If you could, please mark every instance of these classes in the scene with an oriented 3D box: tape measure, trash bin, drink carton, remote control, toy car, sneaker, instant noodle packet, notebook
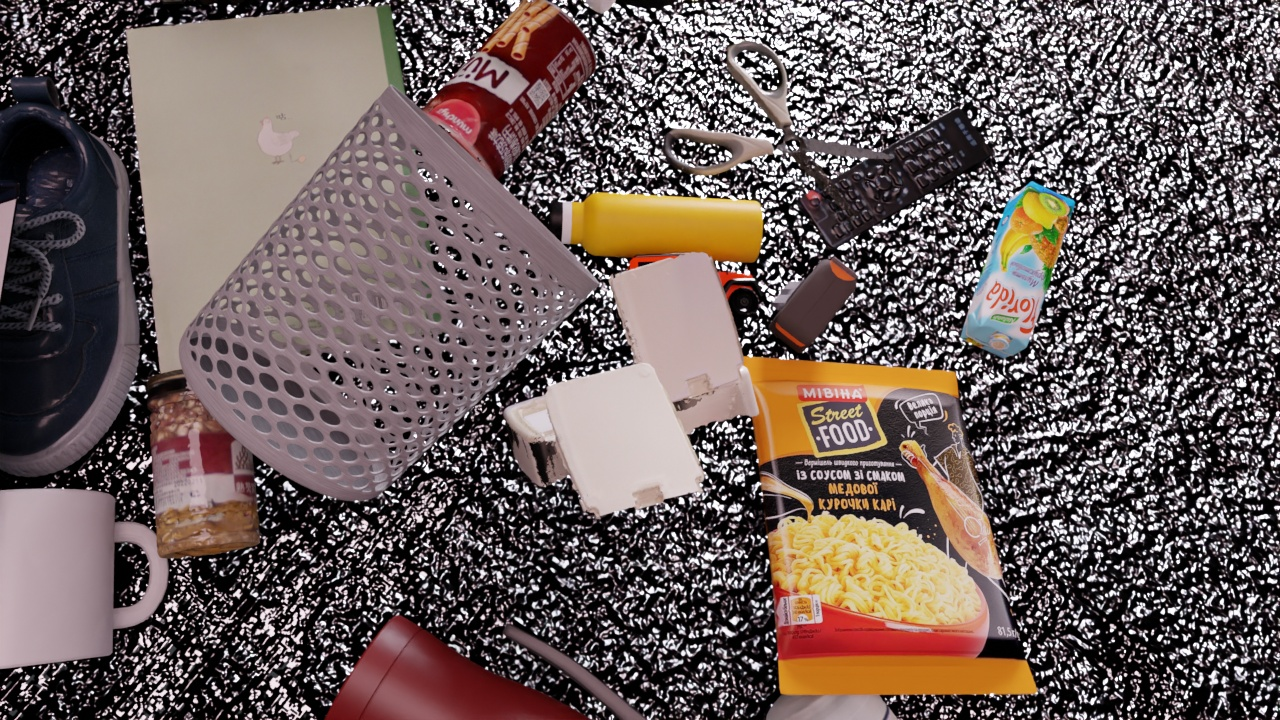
[{"bbox_3d":[0.112,-0.038,0.623,0.038,0.059,0.058,39,84,5],"label":"tape measure"},{"bbox_3d":[-0.143,-0.032,0.522,0.156,0.156,0.183,45,94,5],"label":"trash bin"},{"bbox_3d":[0.271,-0.064,0.659,0.044,0.039,0.128,25,74,-1],"label":"drink carton"},{"bbox_3d":[0.187,-0.133,0.677,0.150,0.022,0.047,-30,82,-11],"label":"remote control"},{"bbox_3d":[0.031,-0.045,0.618,0.100,0.051,0.048,-3,77,-7],"label":"toy car"},{"bbox_3d":[-0.362,-0.051,0.551,0.089,0.087,0.235,-3,76,-8],"label":"sneaker"},{"bbox_3d":[0.151,0.097,0.583,0.159,0.032,0.220,4,59,-12],"label":"instant noodle packet"},{"bbox_3d":[-0.243,-0.124,0.626,0.182,0.010,0.252,-10,78,-10],"label":"notebook"}]

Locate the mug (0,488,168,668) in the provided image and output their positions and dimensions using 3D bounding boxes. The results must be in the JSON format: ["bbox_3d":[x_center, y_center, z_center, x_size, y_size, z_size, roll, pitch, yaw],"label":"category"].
[{"bbox_3d":[-0.332,0.124,0.517,0.121,0.091,0.090,5,72,-40],"label":"mug"}]

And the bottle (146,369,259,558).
[{"bbox_3d":[-0.263,0.062,0.552,0.056,0.056,0.105,-8,77,-9],"label":"bottle"}]

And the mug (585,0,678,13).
[{"bbox_3d":[0.000,-0.306,0.655,0.085,0.100,0.118,35,74,2],"label":"mug"}]

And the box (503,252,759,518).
[{"bbox_3d":[-0.003,0.003,0.517,0.143,0.187,0.105,-18,103,-16],"label":"box"}]

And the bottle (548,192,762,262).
[{"bbox_3d":[0.009,-0.092,0.631,0.143,0.043,0.043,2,75,-7],"label":"bottle"}]

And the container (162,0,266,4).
[{"bbox_3d":[-0.204,-0.397,0.582,0.243,0.248,0.245,-4,76,-12],"label":"container"}]

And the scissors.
[{"bbox_3d":[0.094,-0.166,0.668,0.157,0.012,0.171,-16,71,-3],"label":"scissors"}]

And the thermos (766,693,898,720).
[{"bbox_3d":[0.168,0.288,0.543,0.067,0.068,0.230,-35,81,-14],"label":"thermos"}]

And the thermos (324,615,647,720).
[{"bbox_3d":[-0.068,0.218,0.522,0.198,0.084,0.108,29,75,3],"label":"thermos"}]

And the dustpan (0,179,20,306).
[{"bbox_3d":[-0.456,0.025,0.496,0.274,0.080,0.236,-5,78,34],"label":"dustpan"}]

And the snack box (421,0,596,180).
[{"bbox_3d":[-0.093,-0.181,0.627,0.072,0.072,0.121,36,74,3],"label":"snack box"}]
